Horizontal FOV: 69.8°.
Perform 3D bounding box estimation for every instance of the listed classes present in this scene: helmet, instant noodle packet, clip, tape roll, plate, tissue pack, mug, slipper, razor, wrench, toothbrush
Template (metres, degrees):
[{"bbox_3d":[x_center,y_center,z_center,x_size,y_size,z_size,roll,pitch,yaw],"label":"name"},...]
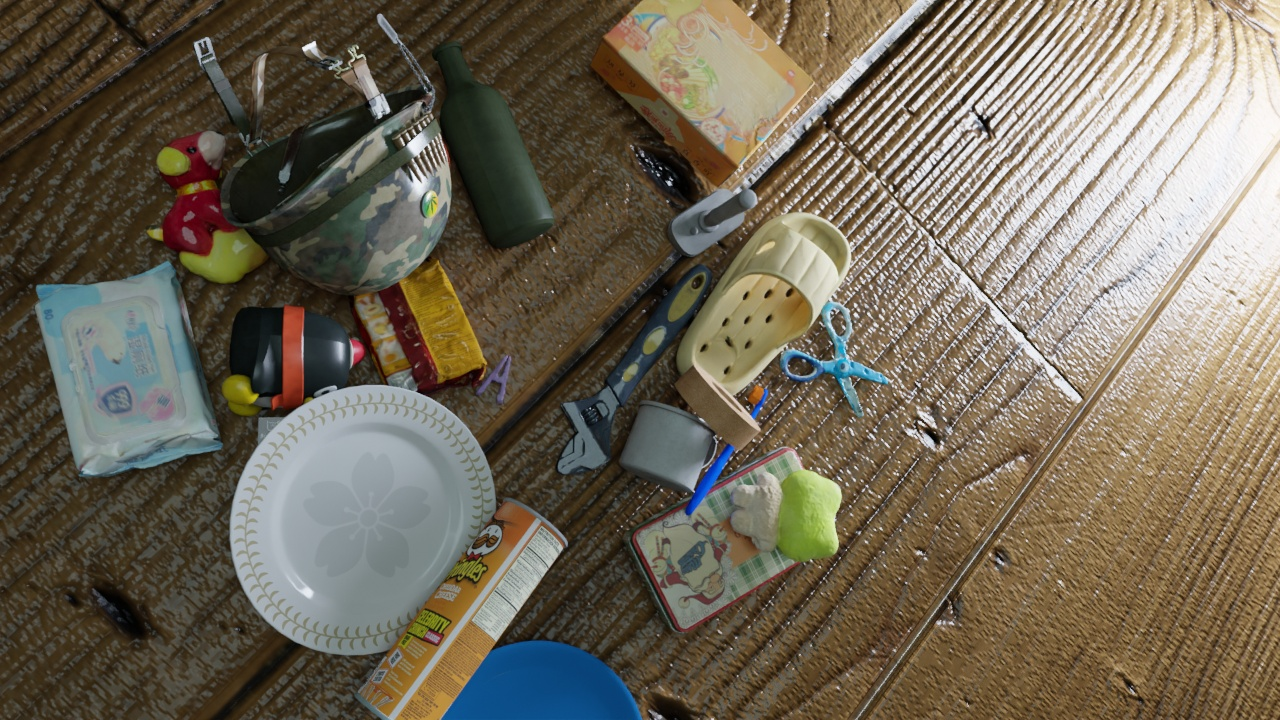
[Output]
[{"bbox_3d":[-0.270,-0.184,0.814,0.236,0.193,0.223,51,51,-42],"label":"helmet"},{"bbox_3d":[-0.216,-0.025,0.889,0.098,0.040,0.135,-24,85,-16],"label":"instant noodle packet"},{"bbox_3d":[-0.147,0.020,0.917,0.046,0.014,0.050,-4,85,-14],"label":"clip"},{"bbox_3d":[0.076,0.046,0.910,0.094,0.094,0.027,44,98,-6],"label":"tape roll"},{"bbox_3d":[-0.246,0.144,0.838,0.242,0.016,0.242,2,87,-34],"label":"plate"},{"bbox_3d":[-0.445,0.007,0.800,0.112,0.070,0.182,-16,85,-18],"label":"tissue pack"},{"bbox_3d":[-0.104,0.379,0.864,0.224,0.024,0.224,3,80,-16],"label":"plate"},{"bbox_3d":[0.036,0.092,0.930,0.113,0.084,0.070,34,73,-43],"label":"mug"},{"bbox_3d":[0.138,-0.068,0.983,0.111,0.079,0.261,42,73,-3],"label":"slipper"},{"bbox_3d":[0.088,-0.155,0.960,0.088,0.116,0.047,-35,97,-19],"label":"razor"},{"bbox_3d":[-0.005,0.006,0.956,0.073,0.022,0.272,39,73,-8],"label":"wrench"},{"bbox_3d":[0.089,0.090,0.949,0.018,0.016,0.182,38,55,0],"label":"toothbrush"}]

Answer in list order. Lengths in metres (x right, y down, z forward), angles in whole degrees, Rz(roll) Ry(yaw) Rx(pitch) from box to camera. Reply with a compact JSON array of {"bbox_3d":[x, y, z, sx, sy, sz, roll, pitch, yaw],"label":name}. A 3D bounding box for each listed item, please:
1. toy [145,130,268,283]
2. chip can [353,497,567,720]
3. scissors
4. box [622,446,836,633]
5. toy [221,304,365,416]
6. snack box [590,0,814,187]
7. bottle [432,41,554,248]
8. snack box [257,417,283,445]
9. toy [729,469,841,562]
[{"bbox_3d":[-0.402,-0.136,0.846,0.105,0.067,0.137,-24,101,-16],"label":"toy"},{"bbox_3d":[-0.159,0.233,0.835,0.075,0.075,0.214,40,68,-7],"label":"chip can"},{"bbox_3d":[0.213,0.004,1.028,0.134,0.012,0.134,-19,89,-19],"label":"scissors"},{"bbox_3d":[0.093,0.181,0.943,0.205,0.050,0.117,-24,89,-20],"label":"box"},{"bbox_3d":[-0.310,-0.002,0.829,0.119,0.098,0.099,0,77,-19],"label":"toy"},{"bbox_3d":[0.064,-0.307,0.996,0.195,0.081,0.145,43,72,-6],"label":"snack box"},{"bbox_3d":[-0.156,-0.219,0.922,0.071,0.071,0.207,-22,88,-19],"label":"bottle"},{"bbox_3d":[-0.321,0.123,0.837,0.051,0.032,0.140,0,81,-17],"label":"snack box"},{"bbox_3d":[0.145,0.153,0.915,0.115,0.046,0.092,8,76,-8],"label":"toy"}]
